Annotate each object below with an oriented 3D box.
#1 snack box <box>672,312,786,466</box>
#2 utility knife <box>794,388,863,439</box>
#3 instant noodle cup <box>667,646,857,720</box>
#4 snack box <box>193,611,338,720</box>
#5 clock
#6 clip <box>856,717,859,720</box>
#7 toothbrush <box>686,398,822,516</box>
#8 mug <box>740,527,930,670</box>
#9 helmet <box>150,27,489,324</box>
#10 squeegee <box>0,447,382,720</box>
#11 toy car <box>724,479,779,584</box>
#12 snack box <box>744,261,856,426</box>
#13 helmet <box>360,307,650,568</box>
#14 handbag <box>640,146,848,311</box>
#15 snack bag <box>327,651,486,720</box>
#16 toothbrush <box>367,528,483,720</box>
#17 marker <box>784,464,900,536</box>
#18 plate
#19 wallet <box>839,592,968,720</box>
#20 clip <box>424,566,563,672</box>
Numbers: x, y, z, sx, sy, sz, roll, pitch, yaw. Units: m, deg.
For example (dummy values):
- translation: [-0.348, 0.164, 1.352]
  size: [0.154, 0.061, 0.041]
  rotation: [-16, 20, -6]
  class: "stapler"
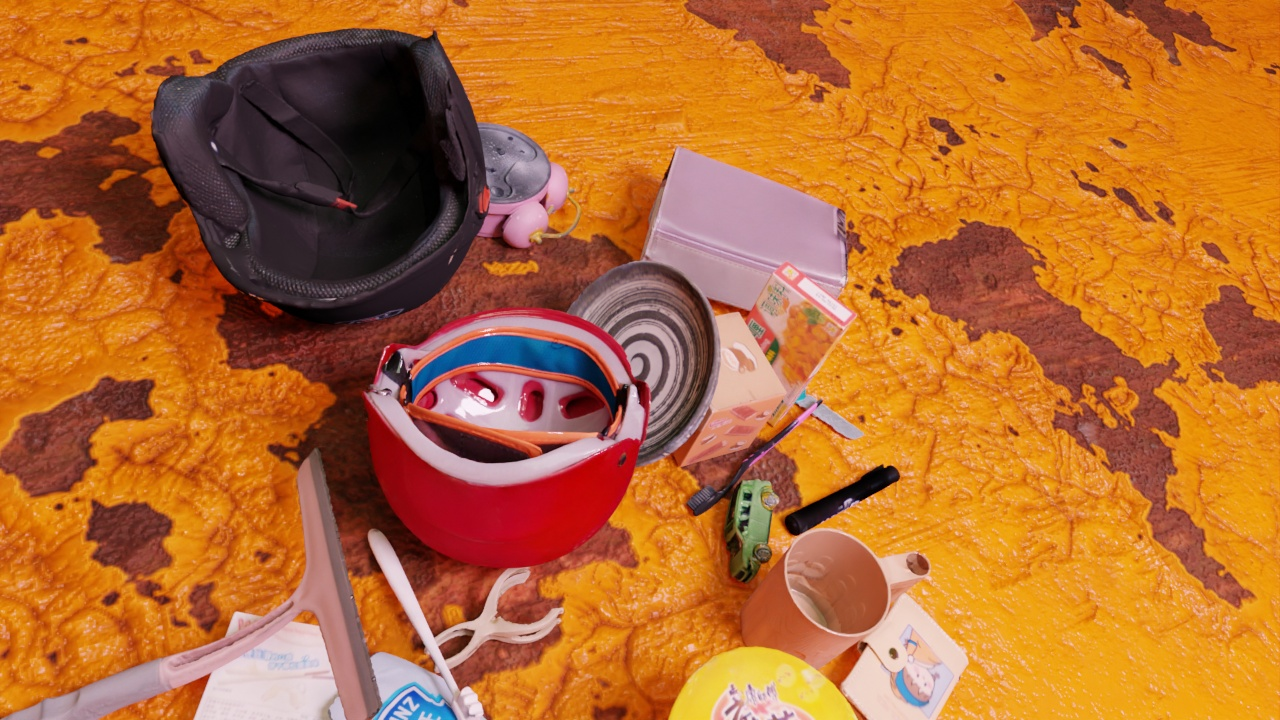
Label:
- translation: [0.061, 0.025, 0.815]
  size: [0.077, 0.095, 0.092]
  rotation: [-12, 59, -26]
  class: "snack box"
- translation: [0.126, 0.012, 0.899]
  size: [0.216, 0.013, 0.029]
  rotation: [35, 55, 8]
  class: "utility knife"
- translation: [0.068, 0.278, 0.617]
  size: [0.138, 0.110, 0.137]
  rotation: [9, 52, -12]
  class: "instant noodle cup"
- translation: [-0.246, 0.247, 0.591]
  size: [0.084, 0.027, 0.156]
  rotation: [13, 51, -8]
  class: "snack box"
- translation: [-0.135, -0.171, 0.922]
  size: [0.158, 0.060, 0.117]
  rotation: [23, 50, 1]
  class: "clock"
- translation: [0.144, 0.269, 0.712]
  size: [0.056, 0.014, 0.043]
  rotation: [9, 53, -15]
  class: "clip"
- translation: [0.108, 0.083, 0.835]
  size: [0.018, 0.014, 0.188]
  rotation: [38, 55, 23]
  class: "toothbrush"
- translation: [0.149, 0.188, 0.716]
  size: [0.124, 0.104, 0.084]
  rotation: [-6, 57, -22]
  class: "mug"
- translation: [-0.241, -0.143, 0.759]
  size: [0.233, 0.230, 0.274]
  rotation: [-10, 69, -2]
  class: "helmet"
- translation: [-0.297, 0.191, 0.584]
  size: [0.249, 0.040, 0.247]
  rotation: [-25, 40, -11]
  class: "squeegee"
- translation: [0.091, 0.142, 0.771]
  size: [0.036, 0.043, 0.091]
  rotation: [18, 49, -9]
  class: "toy car"
- translation: [0.126, -0.011, 0.823]
  size: [0.077, 0.156, 0.026]
  rotation: [41, 53, 13]
  class: "snack box"
- translation: [-0.100, 0.064, 0.705]
  size: [0.207, 0.144, 0.239]
  rotation: [8, 26, 2]
  class: "helmet"
- translation: [0.106, -0.125, 0.941]
  size: [0.197, 0.099, 0.144]
  rotation: [18, 52, -3]
  class: "handbag"
- translation: [-0.117, 0.268, 0.597]
  size: [0.191, 0.039, 0.110]
  rotation: [31, 32, 4]
  class: "snack bag"
- translation: [-0.156, 0.183, 0.652]
  size: [0.016, 0.016, 0.180]
  rotation: [5, 33, -46]
  class: "toothbrush"
- translation: [0.184, 0.124, 0.830]
  size: [0.131, 0.020, 0.022]
  rotation: [-20, 46, -30]
  class: "marker"
- translation: [-0.005, 0.005, 0.781]
  size: [0.024, 0.180, 0.179]
  rotation: [19, 39, -52]
  class: "plate"
- translation: [0.209, 0.250, 0.733]
  size: [0.114, 0.024, 0.087]
  rotation: [-39, 91, -36]
  class: "wallet"
- translation: [-0.098, 0.199, 0.673]
  size: [0.093, 0.035, 0.102]
  rotation: [32, 56, 9]
  class: "clip"
